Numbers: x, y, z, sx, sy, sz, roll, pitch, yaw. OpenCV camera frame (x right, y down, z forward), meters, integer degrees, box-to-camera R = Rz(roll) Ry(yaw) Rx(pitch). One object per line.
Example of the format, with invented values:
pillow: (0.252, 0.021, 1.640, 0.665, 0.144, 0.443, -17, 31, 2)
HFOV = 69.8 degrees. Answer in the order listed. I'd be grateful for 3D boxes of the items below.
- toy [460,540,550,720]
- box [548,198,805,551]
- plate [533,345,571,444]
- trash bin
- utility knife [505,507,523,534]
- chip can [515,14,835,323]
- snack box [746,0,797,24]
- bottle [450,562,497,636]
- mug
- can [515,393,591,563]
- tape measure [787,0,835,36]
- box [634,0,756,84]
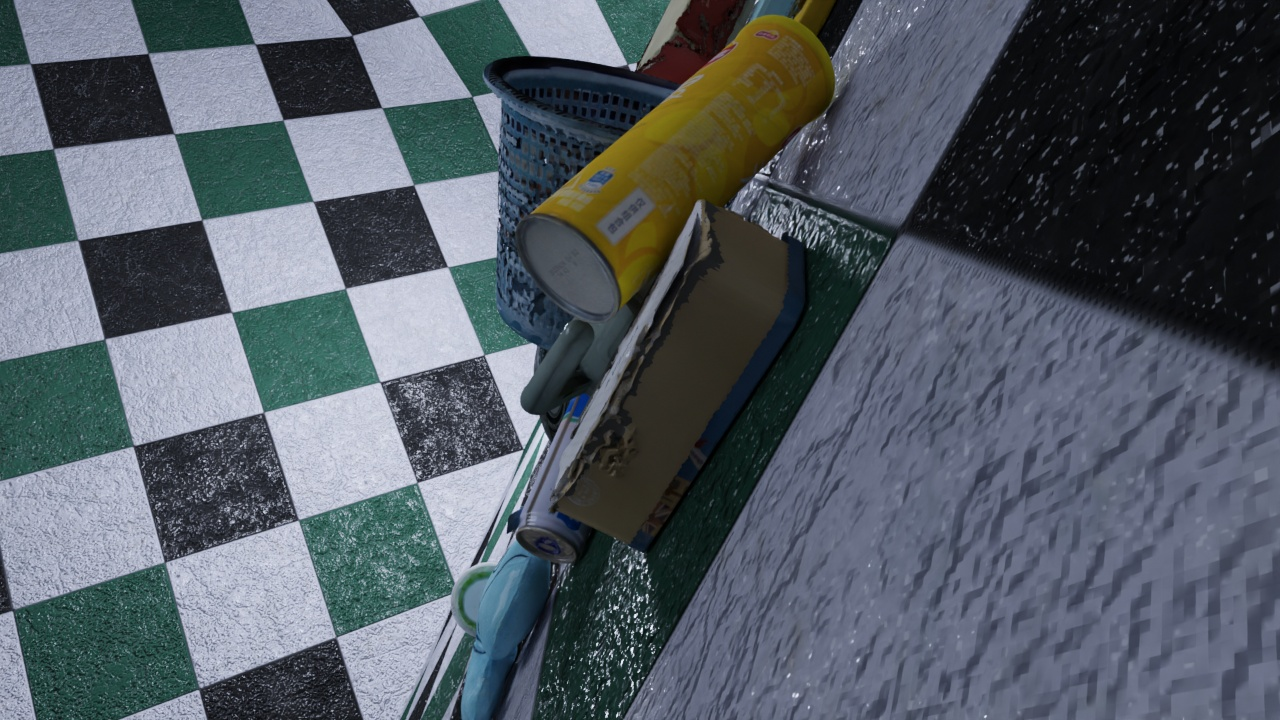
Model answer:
toy: (-0.107, 0.206, 0.734, 0.161, 0.050, 0.157, -79, 11, -61)
box: (0.018, 0.005, 0.457, 0.185, 0.061, 0.089, -58, 9, 32)
plate: (-0.103, 0.027, 1.118, 0.179, 0.024, 0.179, -1, -91, -79)
trash bin: (-0.026, -0.114, 0.733, 0.226, 0.226, 0.195, -75, 0, -62)
utility knife: (-0.078, 0.115, 0.776, 0.214, 0.015, 0.033, -10, -62, -78)
chip can: (0.026, -0.112, 0.517, 0.212, 0.072, 0.072, -47, -3, -28)
snack box: (0.122, -0.303, 0.874, 0.174, 0.051, 0.074, -65, 7, -8)
bottle: (-0.152, 0.238, 0.911, 0.197, 0.068, 0.068, 124, 171, -73)
mug: (-0.010, -0.016, 0.564, 0.123, 0.083, 0.104, -29, -11, -31)
can: (-0.050, 0.087, 0.712, 0.053, 0.053, 0.134, -56, 10, 54)
tape measure: (0.143, -0.297, 0.778, 0.060, 0.029, 0.057, -65, 7, -5)
box: (0.057, -0.345, 0.899, 0.091, 0.077, 0.168, -22, 41, 60)
